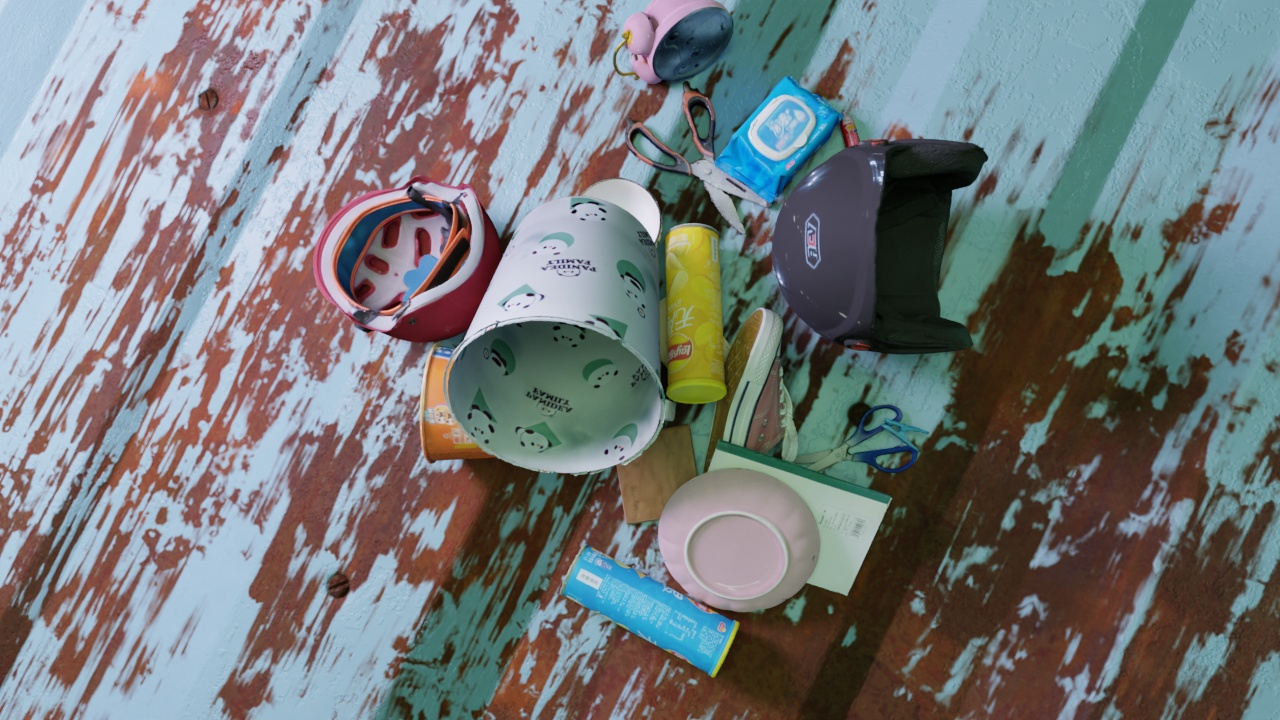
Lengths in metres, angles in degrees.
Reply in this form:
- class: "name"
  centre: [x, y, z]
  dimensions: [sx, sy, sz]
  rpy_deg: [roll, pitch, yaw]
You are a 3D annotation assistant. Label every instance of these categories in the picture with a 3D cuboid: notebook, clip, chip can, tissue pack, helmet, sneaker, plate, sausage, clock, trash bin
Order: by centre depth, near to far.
- class: "helmet"
  centre: [0.257, -0.125, 1.026]
  dimensions: [0.231, 0.274, 0.233]
  rpy_deg: [3, 92, 35]
- class: "trash bin"
  centre: [-0.079, -0.040, 1.029]
  dimensions: [0.230, 0.230, 0.251]
  rpy_deg: [-2, 43, 7]
- class: "plate"
  centre: [0.113, 0.220, 1.077]
  dimensions: [0.192, 0.039, 0.193]
  rpy_deg: [4, 112, 9]
- class: "notebook"
  centre: [0.169, 0.188, 1.082]
  dimensions: [0.209, 0.012, 0.151]
  rpy_deg: [18, 115, 3]
- class: "sneaker"
  centre: [0.142, 0.057, 1.099]
  dimensions: [0.088, 0.118, 0.241]
  rpy_deg: [10, 105, -11]
- class: "clip"
  centre: [0.318, 0.086, 1.106]
  dimensions: [0.055, 0.013, 0.037]
  rpy_deg: [28, 85, 6]
- class: "chip can"
  centre: [0.010, 0.300, 1.109]
  dimensions: [0.210, 0.071, 0.071]
  rpy_deg: [25, 88, 10]
- class: "chip can"
  centre: [0.065, -0.058, 1.113]
  dimensions: [0.072, 0.072, 0.213]
  rpy_deg: [-3, 70, 7]
- class: "tissue pack"
  centre: [0.173, -0.279, 1.150]
  dimensions: [0.095, 0.052, 0.157]
  rpy_deg: [40, 81, 7]
- class: "sausage"
  centre: [0.276, -0.244, 1.157]
  dimensions: [0.020, 0.020, 0.155]
  rpy_deg: [-13, 82, 6]
- class: "helmet"
  centre: [-0.278, -0.114, 1.158]
  dimensions: [0.240, 0.144, 0.206]
  rpy_deg: [10, 71, 28]
- class: "clock"
  centre: [0.037, -0.408, 1.161]
  dimensions: [0.158, 0.117, 0.059]
  rpy_deg: [-31, 70, 1]

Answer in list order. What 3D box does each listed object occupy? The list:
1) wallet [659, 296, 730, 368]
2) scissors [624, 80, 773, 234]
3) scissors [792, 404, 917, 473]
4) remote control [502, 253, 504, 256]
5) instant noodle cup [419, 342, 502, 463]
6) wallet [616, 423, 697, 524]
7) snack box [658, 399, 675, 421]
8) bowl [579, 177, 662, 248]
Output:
- class: "wallet"
  centre: [0.058, -0.029, 1.162]
  dimensions: [0.087, 0.024, 0.115]
  rpy_deg: [-38, 78, -1]
- class: "scissors"
  centre: [0.074, -0.262, 1.188]
  dimensions: [0.189, 0.015, 0.224]
  rpy_deg: [-2, 83, 7]
- class: "scissors"
  centre: [0.257, 0.120, 1.123]
  dimensions: [0.144, 0.012, 0.170]
  rpy_deg: [39, 90, 10]
- class: "remote control"
  centre: [-0.166, -0.074, 1.198]
  dimensions: [0.056, 0.020, 0.136]
  rpy_deg: [-6, 83, 6]
- class: "instant noodle cup"
  centre: [-0.200, 0.056, 1.131]
  dimensions: [0.111, 0.151, 0.151]
  rpy_deg: [3, 84, 0]
- class: "wallet"
  centre: [0.022, 0.143, 1.151]
  dimensions: [0.101, 0.020, 0.115]
  rpy_deg: [-10, 85, 8]
- class: "snack box"
  centre: [-0.038, 0.055, 1.134]
  dimensions: [0.157, 0.084, 0.027]
  rpy_deg: [4, 86, 9]
- class: "bowl"
  centre: [-0.027, -0.166, 1.166]
  dimensions: [0.116, 0.066, 0.116]
  rpy_deg: [-1, 83, 8]
